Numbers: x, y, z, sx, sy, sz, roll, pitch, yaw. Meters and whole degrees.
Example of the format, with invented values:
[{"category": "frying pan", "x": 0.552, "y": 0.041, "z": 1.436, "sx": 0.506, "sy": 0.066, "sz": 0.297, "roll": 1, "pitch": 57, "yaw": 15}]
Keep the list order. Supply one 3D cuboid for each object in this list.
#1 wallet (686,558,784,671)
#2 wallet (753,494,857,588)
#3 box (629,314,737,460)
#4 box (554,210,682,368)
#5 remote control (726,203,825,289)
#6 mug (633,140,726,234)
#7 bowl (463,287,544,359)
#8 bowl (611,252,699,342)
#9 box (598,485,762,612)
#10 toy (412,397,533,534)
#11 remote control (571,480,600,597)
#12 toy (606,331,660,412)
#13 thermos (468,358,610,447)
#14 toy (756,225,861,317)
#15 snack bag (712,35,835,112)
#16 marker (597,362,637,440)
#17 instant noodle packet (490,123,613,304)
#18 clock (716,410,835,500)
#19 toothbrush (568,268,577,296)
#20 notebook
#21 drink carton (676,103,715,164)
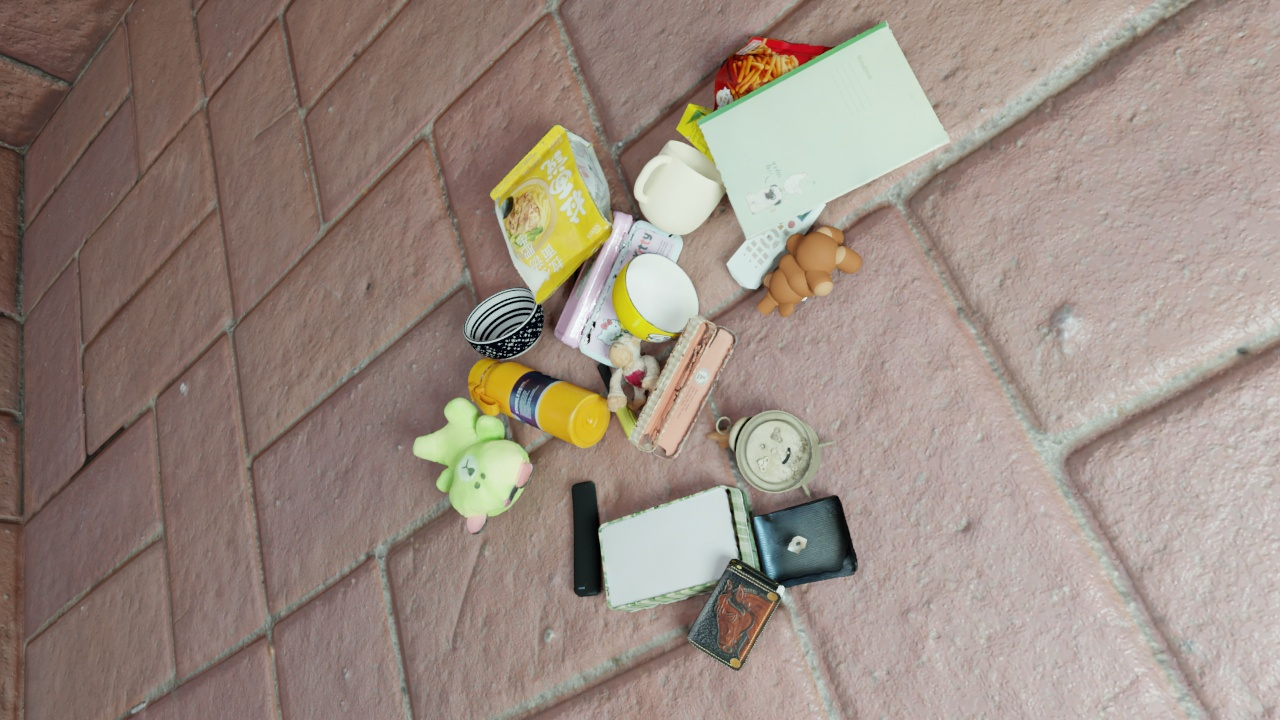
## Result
[{"category": "wallet", "x": 0.107, "y": 0.287, "z": 1.035, "sx": 0.072, "sy": 0.019, "sz": 0.123, "roll": 28, "pitch": 116, "yaw": 10}, {"category": "wallet", "x": 0.184, "y": 0.204, "z": 1.027, "sx": 0.115, "sy": 0.026, "sz": 0.089, "roll": -21, "pitch": 71, "yaw": 32}, {"category": "box", "x": 0.054, "y": 0.036, "z": 1.147, "sx": 0.041, "sy": 0.082, "sz": 0.187, "roll": 36, "pitch": 103, "yaw": 47}, {"category": "box", "x": -0.043, "y": -0.103, "z": 1.257, "sx": 0.146, "sy": 0.077, "sz": 0.201, "roll": 27, "pitch": 95, "yaw": 39}, {"category": "remote control", "x": 0.168, "y": -0.151, "z": 1.134, "sx": 0.144, "sy": 0.024, "sz": 0.049, "roll": -50, "pitch": 54, "yaw": 19}, {"category": "mug", "x": 0.041, "y": -0.219, "z": 1.191, "sx": 0.100, "sy": 0.120, "sz": 0.096, "roll": -54, "pitch": 47, "yaw": 27}, {"category": "bowl", "x": -0.193, "y": -0.044, "z": 1.354, "sx": 0.120, "sy": 0.066, "sz": 0.120, "roll": -16, "pitch": 39, "yaw": 14}, {"category": "bowl", "x": 0.010, "y": -0.074, "z": 1.186, "sx": 0.068, "sy": 0.117, "sz": 0.117, "roll": -35, "pitch": 58, "yaw": 46}, {"category": "box", "x": 0.044, "y": 0.231, "z": 1.119, "sx": 0.206, "sy": 0.051, "sz": 0.117, "roll": -25, "pitch": 61, "yaw": 30}, {"category": "toy", "x": -0.232, "y": 0.151, "z": 1.325, "sx": 0.150, "sy": 0.107, "sz": 0.197, "roll": -49, "pitch": 62, "yaw": 11}, {"category": "remote control", "x": -0.075, "y": 0.238, "z": 1.228, "sx": 0.041, "sy": 0.020, "sz": 0.151, "roll": -15, "pitch": 68, "yaw": 33}, {"category": "toy", "x": -0.007, "y": 0.007, "z": 1.197, "sx": 0.085, "sy": 0.074, "sz": 0.106, "roll": -28, "pitch": 72, "yaw": 35}, {"category": "thermos", "x": -0.155, "y": 0.053, "z": 1.291, "sx": 0.233, "sy": 0.091, "sz": 0.076, "roll": 19, "pitch": 101, "yaw": 39}, {"category": "toy", "x": 0.193, "y": -0.100, "z": 1.088, "sx": 0.128, "sy": 0.065, "sz": 0.094, "roll": -47, "pitch": 46, "yaw": 29}, {"category": "snack bag", "x": 0.201, "y": -0.339, "z": 1.153, "sx": 0.208, "sy": 0.066, "sz": 0.139, "roll": 25, "pitch": 89, "yaw": 30}, {"category": "marker", "x": -0.029, "y": 0.052, "z": 1.241, "sx": 0.021, "sy": 0.017, "sz": 0.123, "roll": -41, "pitch": 56, "yaw": 22}, {"category": "instant noodle packet", "x": -0.120, "y": -0.206, "z": 1.313, "sx": 0.163, "sy": 0.084, "sz": 0.221, "roll": -39, "pitch": 48, "yaw": 24}, {"category": "clock", "x": 0.149, "y": 0.099, "z": 1.067, "sx": 0.141, "sy": 0.054, "sz": 0.093, "roll": 24, "pitch": 96, "yaw": 32}, {"category": "toothbrush", "x": -0.097, "y": -0.149, "z": 1.349, "sx": 0.013, "sy": 0.012, "sz": 0.167, "roll": -14, "pitch": 70, "yaw": 43}, {"category": "notebook", "x": 0.209, "y": -0.274, "z": 1.092, "sx": 0.253, "sy": 0.010, "sz": 0.181, "roll": -25, "pitch": 68, "yaw": 14}, {"category": "drink carton", "x": 0.109, "y": -0.277, "z": 1.188, "sx": 0.134, "sy": 0.058, "sz": 0.043, "roll": 51, "pitch": 124, "yaw": 34}]
